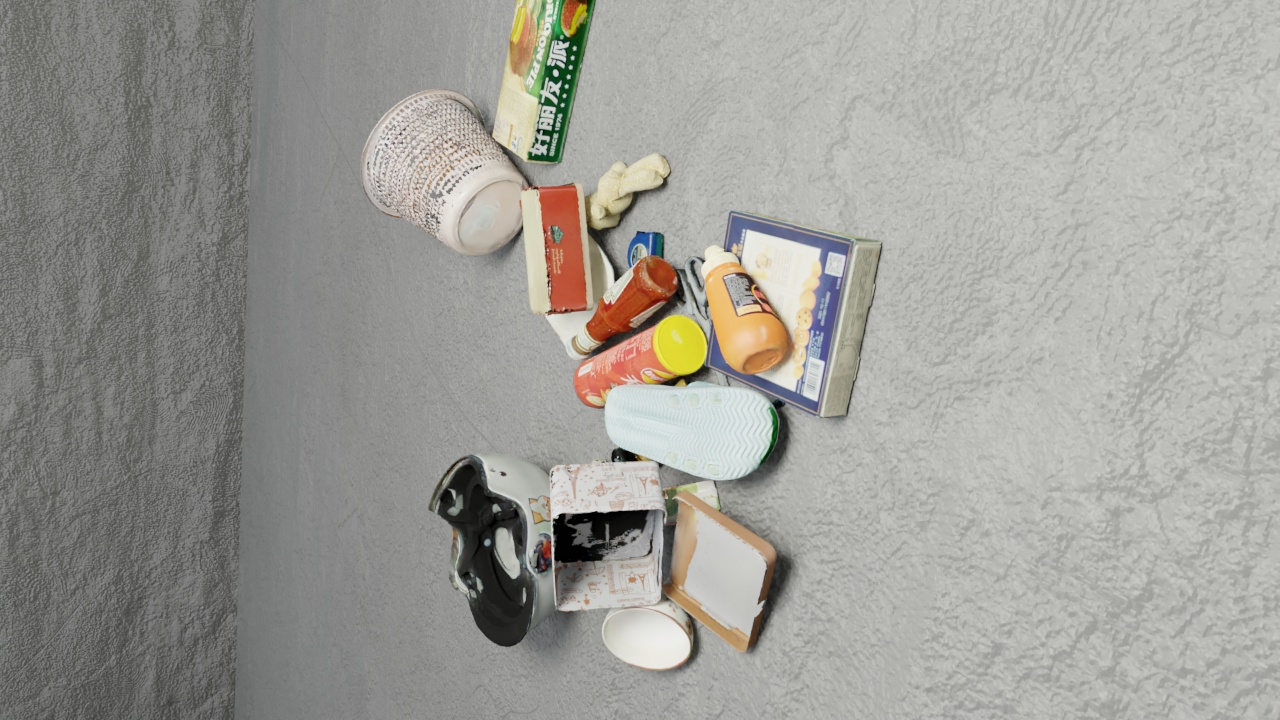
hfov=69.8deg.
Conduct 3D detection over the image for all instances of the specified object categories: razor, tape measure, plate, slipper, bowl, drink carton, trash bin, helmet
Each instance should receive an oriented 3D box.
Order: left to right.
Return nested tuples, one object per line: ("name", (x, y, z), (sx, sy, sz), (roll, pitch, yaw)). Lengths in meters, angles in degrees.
("trash bin", (-0.282, -0.271, 1.409), (0.192, 0.226, 0.228), (43, 127, 28))
("helmet", (-0.179, 0.259, 1.343), (0.231, 0.156, 0.274), (-31, 79, 48))
("plate", (-0.081, -0.100, 1.278), (0.163, 0.034, 0.165), (55, 133, 36))
("tape measure", (0.007, -0.135, 1.164), (0.055, 0.025, 0.058), (10, 97, 55))
("bowl", (0.013, 0.328, 1.149), (0.062, 0.113, 0.114), (-69, 5, -55))
("razor", (0.019, 0.087, 1.141), (0.168, 0.067, 0.062), (-55, 46, 32))
("drink carton", (0.039, 0.179, 1.125), (0.123, 0.053, 0.045), (-22, 78, 52))
("slipper", (0.058, 0.073, 1.052), (0.246, 0.074, 0.104), (5, 99, 43))

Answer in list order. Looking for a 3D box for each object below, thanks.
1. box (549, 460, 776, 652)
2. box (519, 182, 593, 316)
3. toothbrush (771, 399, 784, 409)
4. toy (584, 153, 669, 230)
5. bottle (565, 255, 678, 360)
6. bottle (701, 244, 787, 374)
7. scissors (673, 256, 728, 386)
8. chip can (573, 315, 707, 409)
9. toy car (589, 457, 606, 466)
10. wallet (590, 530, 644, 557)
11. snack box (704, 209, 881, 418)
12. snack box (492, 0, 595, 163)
("box", (0.018, 0.220, 1.048), (0.274, 0.125, 0.179), (13, 130, 12))
("box", (-0.119, -0.145, 1.205), (0.091, 0.079, 0.168), (-166, 70, -65))
("toothbrush", (0.107, 0.086, 1.062), (0.190, 0.016, 0.014), (-41, 52, 44))
("toy", (-0.024, -0.215, 1.177), (0.158, 0.066, 0.105), (-25, 41, 48))
("bottle", (-0.031, -0.058, 1.163), (0.207, 0.059, 0.059), (-39, 62, 45))
("bottle", (0.098, -0.059, 0.944), (0.067, 0.066, 0.149), (-52, 47, 42))
("scissors", (0.081, -0.043, 1.082), (0.175, 0.014, 0.136), (47, 130, 40))
("chip can", (-0.007, 0.007, 1.147), (0.217, 0.073, 0.073), (-25, 73, 54))
("toy car", (-0.068, 0.176, 1.286), (0.042, 0.035, 0.091), (55, 131, 33))
("wallet", (-0.034, 0.232, 1.232), (0.106, 0.040, 0.133), (18, 115, 48))
("snack box", (0.152, -0.053, 0.958), (0.183, 0.045, 0.178), (27, 114, 49))
("snack box", (-0.142, -0.414, 1.310), (0.114, 0.063, 0.240), (40, 124, 44))
